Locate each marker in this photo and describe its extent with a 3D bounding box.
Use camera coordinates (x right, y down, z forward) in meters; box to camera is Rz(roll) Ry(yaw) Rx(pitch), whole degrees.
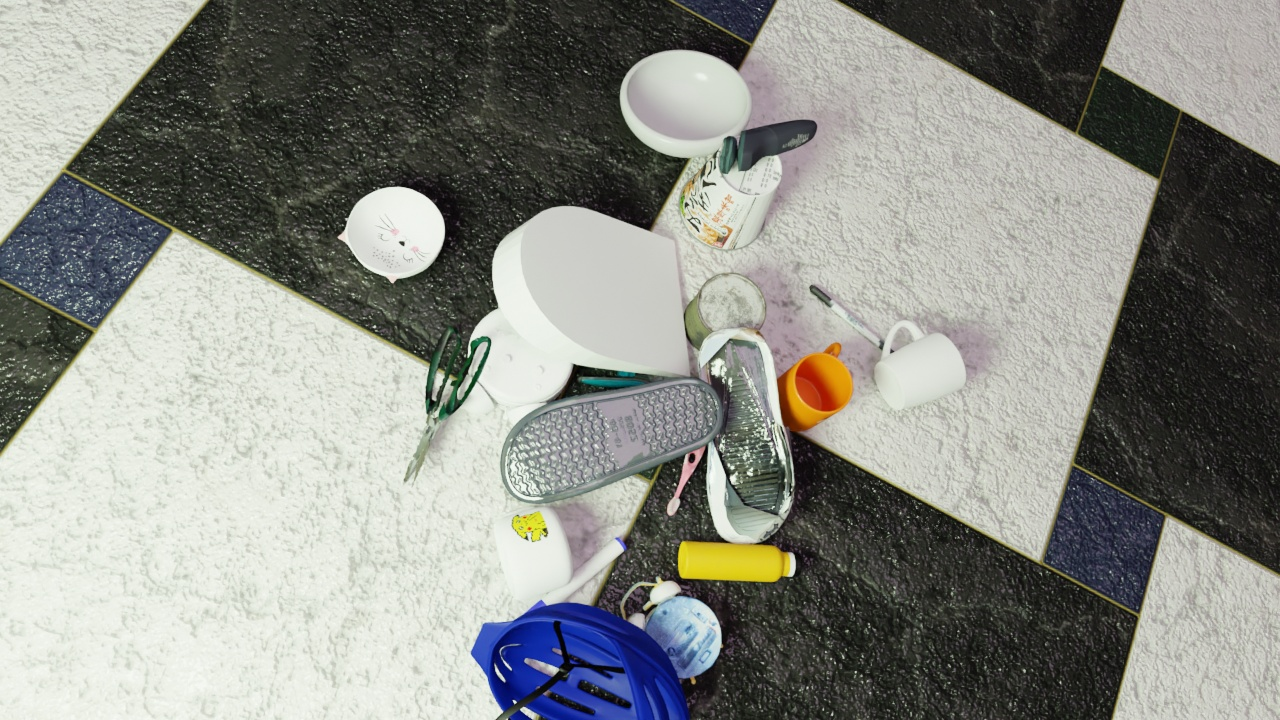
[{"bbox_3d":[-0.076,0.256,1.060,0.141,0.020,0.020,-37,83,-20],"label":"marker"},{"bbox_3d":[0.286,-0.052,1.234,0.152,0.011,0.011,40,70,2],"label":"marker"}]

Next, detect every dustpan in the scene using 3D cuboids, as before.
[{"bbox_3d":[-0.057,-0.083,1.114,0.257,0.053,0.191,13,63,-42],"label":"dustpan"}]

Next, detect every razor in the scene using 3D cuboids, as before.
[{"bbox_3d":[0.157,-0.268,1.127,0.142,0.047,0.052,-20,54,-19],"label":"razor"}]

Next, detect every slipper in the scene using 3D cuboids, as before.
[{"bbox_3d":[-0.037,0.087,1.080,0.268,0.083,0.110,-17,87,-10],"label":"slipper"},{"bbox_3d":[0.128,0.091,1.120,0.111,0.063,0.264,-8,94,8],"label":"slipper"}]

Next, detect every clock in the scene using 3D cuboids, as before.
[{"bbox_3d":[0.033,0.306,1.050,0.125,0.052,0.088,42,70,3],"label":"clock"},{"bbox_3d":[-0.144,-0.003,1.097,0.125,0.073,0.160,20,70,-5],"label":"clock"}]

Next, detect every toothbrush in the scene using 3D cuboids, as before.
[{"bbox_3d":[0.061,0.128,1.129,0.021,0.016,0.134,24,70,-5],"label":"toothbrush"}]

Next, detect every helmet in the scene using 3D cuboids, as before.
[{"bbox_3d":[-0.068,0.348,0.930,0.241,0.227,0.148,26,103,5],"label":"helmet"}]

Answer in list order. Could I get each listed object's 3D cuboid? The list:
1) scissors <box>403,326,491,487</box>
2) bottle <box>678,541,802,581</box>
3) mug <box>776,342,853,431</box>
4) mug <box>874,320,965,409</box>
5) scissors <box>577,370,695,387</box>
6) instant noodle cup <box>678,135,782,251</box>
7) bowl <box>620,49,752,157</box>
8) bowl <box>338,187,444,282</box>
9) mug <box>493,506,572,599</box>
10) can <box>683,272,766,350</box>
[{"bbox_3d":[-0.243,0.048,1.075,0.015,0.137,0.210,25,97,-38],"label":"scissors"},{"bbox_3d":[0.120,0.240,1.092,0.143,0.043,0.043,5,72,-10],"label":"bottle"},{"bbox_3d":[0.218,0.026,1.150,0.077,0.096,0.112,30,70,-1],"label":"mug"},{"bbox_3d":[0.353,0.003,1.196,0.087,0.081,0.114,-22,71,-11],"label":"mug"},{"bbox_3d":[-0.012,0.013,1.149,0.154,0.019,0.126,-29,82,-20],"label":"scissors"},{"bbox_3d":[0.123,-0.224,1.194,0.123,0.122,0.123,3,72,-11],"label":"instant noodle cup"},{"bbox_3d":[0.059,-0.334,1.237,0.176,0.066,0.176,2,60,-4],"label":"bowl"},{"bbox_3d":[-0.298,-0.149,1.123,0.114,0.051,0.114,3,73,-11],"label":"bowl"},{"bbox_3d":[-0.123,0.208,1.033,0.068,0.094,0.115,-14,39,-17],"label":"mug"},{"bbox_3d":[0.106,-0.057,1.165,0.090,0.075,0.089,3,74,-11],"label":"can"}]
